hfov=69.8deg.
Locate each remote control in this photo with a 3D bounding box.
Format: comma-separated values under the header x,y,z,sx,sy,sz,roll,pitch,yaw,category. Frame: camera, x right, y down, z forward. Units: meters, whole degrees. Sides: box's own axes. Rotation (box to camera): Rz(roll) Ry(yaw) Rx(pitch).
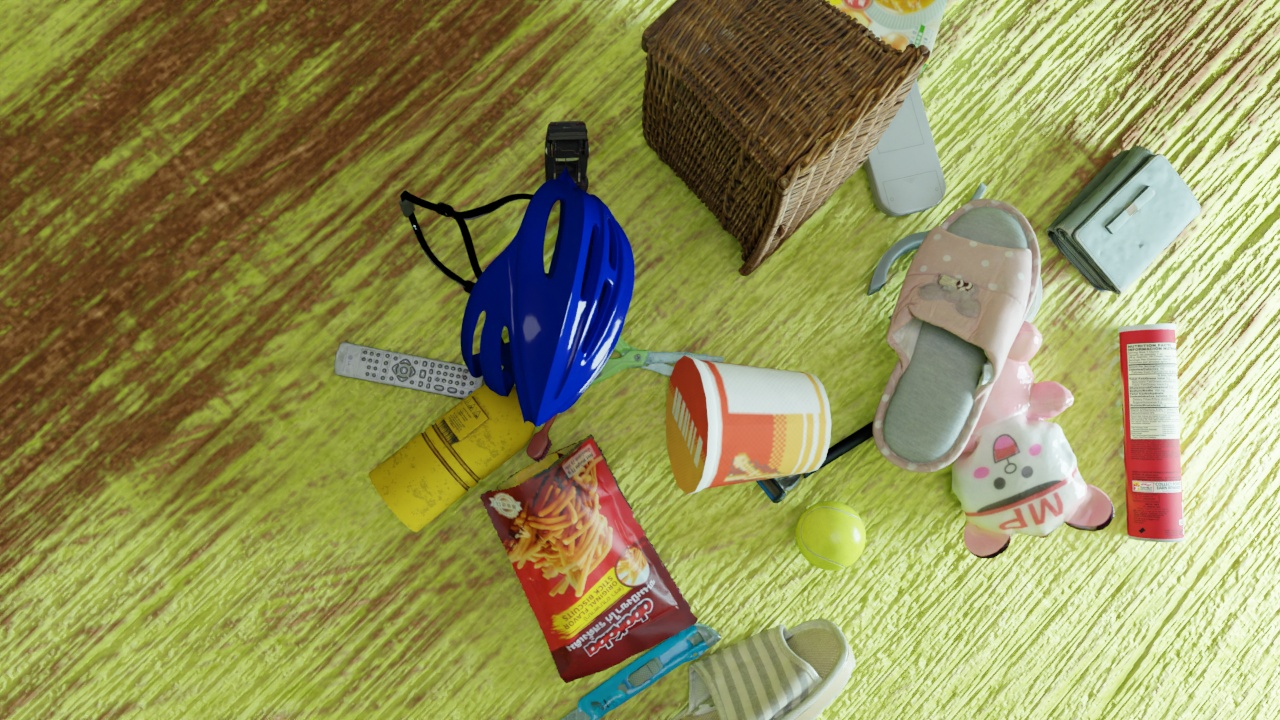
x,y,z,sx,sy,sz,roll,pitch,yaw,category
0.256,-0.221,0.925,0.074,0.019,0.151,-14,87,-10,remote control
-0.216,0.011,0.857,0.136,0.013,0.033,11,85,-6,remote control

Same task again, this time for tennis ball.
x,y,z,sx,sy,sz,roll,pitch,yaw,category
0.181,0.166,0.871,0.065,0.065,0.065,0,87,-7,tennis ball

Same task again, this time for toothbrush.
x,y,z,sx,sy,sz,roll,pitch,yaw,category
-0.057,0.008,0.855,0.016,0.016,0.189,18,72,24,toothbrush

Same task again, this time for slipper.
x,y,z,sx,sy,sz,roll,pitch,yaw,category
0.070,0.321,0.832,0.272,0.114,0.054,-34,112,-5,slipper
0.288,-0.028,0.842,0.114,0.054,0.274,17,80,22,slipper

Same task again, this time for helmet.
x,y,z,sx,sy,sz,roll,pitch,yaw,category
-0.121,-0.068,0.800,0.228,0.148,0.241,13,65,7,helmet

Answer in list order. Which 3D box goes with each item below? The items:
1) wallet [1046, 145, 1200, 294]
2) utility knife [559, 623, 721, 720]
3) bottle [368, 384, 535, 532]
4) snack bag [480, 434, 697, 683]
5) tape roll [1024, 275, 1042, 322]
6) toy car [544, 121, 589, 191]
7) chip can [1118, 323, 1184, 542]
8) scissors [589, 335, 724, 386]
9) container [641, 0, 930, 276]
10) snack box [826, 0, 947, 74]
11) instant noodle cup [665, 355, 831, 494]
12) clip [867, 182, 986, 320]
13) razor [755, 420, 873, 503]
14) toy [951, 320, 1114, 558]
x,y,z,sx,sy,sz,roll,pitch,yaw,category
0.494,-0.143,0.938,0.100,0.054,0.131,44,88,-2,wallet
-0.007,0.303,0.866,0.185,0.015,0.031,-33,70,-7,utility knife
-0.158,0.076,0.832,0.163,0.071,0.071,-38,92,-8,bottle
-0.052,0.187,0.859,0.138,0.067,0.208,-27,100,-13,snack bag
0.360,-0.071,0.931,0.094,0.018,0.094,0,86,-7,tape roll
-0.069,-0.189,0.850,0.040,0.092,0.037,-3,64,-7,toy car
0.515,0.072,0.926,0.052,0.052,0.214,-1,87,-7,chip can
-0.004,0.007,0.886,0.175,0.032,0.092,17,82,-2,scissors
0.101,-0.217,0.804,0.162,0.250,0.183,-44,83,-7,container
0.226,-0.378,0.919,0.168,0.027,0.131,21,77,-5,snack box
0.099,0.058,0.845,0.121,0.123,0.123,0,87,-15,instant noodle cup
0.311,-0.089,0.905,0.163,0.028,0.115,-39,77,-2,clip
0.180,0.095,0.900,0.144,0.022,0.042,-27,50,-12,razor
0.352,0.077,0.887,0.142,0.084,0.213,-22,85,10,toy
